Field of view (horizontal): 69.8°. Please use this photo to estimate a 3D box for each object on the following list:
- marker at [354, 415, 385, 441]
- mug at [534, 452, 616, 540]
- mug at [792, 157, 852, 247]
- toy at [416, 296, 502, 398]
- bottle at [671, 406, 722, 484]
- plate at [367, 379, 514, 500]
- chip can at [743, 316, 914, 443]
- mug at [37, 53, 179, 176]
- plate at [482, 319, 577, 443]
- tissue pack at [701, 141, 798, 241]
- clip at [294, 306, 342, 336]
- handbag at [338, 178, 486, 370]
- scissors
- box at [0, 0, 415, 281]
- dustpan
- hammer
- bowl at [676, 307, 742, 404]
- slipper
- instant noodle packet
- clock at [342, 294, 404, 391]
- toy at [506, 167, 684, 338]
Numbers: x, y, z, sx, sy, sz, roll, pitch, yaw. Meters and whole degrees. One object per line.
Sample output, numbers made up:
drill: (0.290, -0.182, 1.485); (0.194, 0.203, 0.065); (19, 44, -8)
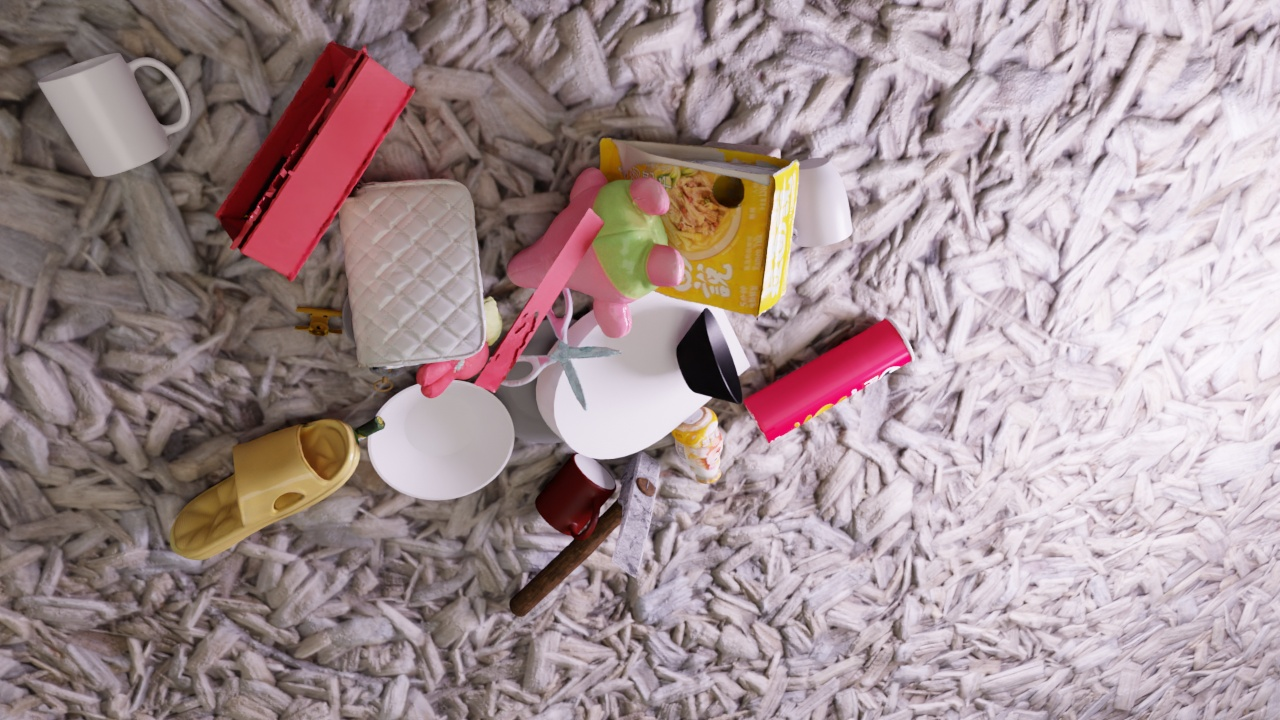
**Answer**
marker: (-0.361, 0.102, 1.089); (0.147, 0.017, 0.017); (-27, 124, 22)
mug: (-0.079, 0.183, 1.189); (0.073, 0.105, 0.083); (29, 107, -36)
mug: (0.191, -0.187, 1.086); (0.107, 0.071, 0.089); (-7, 116, 17)
toy: (-0.206, -0.014, 1.051); (0.135, 0.045, 0.092); (-52, 153, -16)
bottle: (0.079, 0.114, 1.220); (0.063, 0.063, 0.108); (-21, 123, -4)
plate: (-0.245, 0.090, 1.129); (0.174, 0.036, 0.174); (-7, 120, -12)
chip can: (0.247, 0.027, 1.216); (0.220, 0.069, 0.069); (-30, 122, 3)
mug: (-0.483, -0.237, 0.861); (0.110, 0.074, 0.090); (-34, 126, -26)
plate: (-0.108, 0.026, 1.146); (0.178, 0.012, 0.179); (-7, 120, -12)
tissue pack: (0.123, -0.161, 1.063); (0.104, 0.071, 0.182); (11, 122, 29)
clip: (-0.357, -0.042, 1.022); (0.054, 0.048, 0.046); (7, 161, -19)
handbag: (-0.239, -0.091, 0.965); (0.138, 0.072, 0.195); (-6, 93, -12)
scissors: (-0.109, -0.013, 1.068); (0.176, 0.013, 0.170); (-26, 80, 17)
box: (-0.402, -0.255, 0.840); (0.374, 0.148, 0.213); (34, 92, -3)
dustpan: (-0.007, 0.007, 1.146); (0.257, 0.053, 0.191); (-38, 124, -13)
hammer: (-0.088, 0.274, 1.202); (0.037, 0.217, 0.301); (37, 117, -12)
bowl: (0.077, 0.003, 1.113); (0.053, 0.123, 0.124); (-20, 124, 14)
slipper: (-0.447, 0.140, 1.059); (0.263, 0.099, 0.078); (-32, 139, 9)
instant noodle packet: (0.050, -0.151, 1.011); (0.222, 0.084, 0.163); (14, 124, 21)
clock: (-0.281, -0.033, 1.032); (0.103, 0.056, 0.148); (5, 106, -26)
toy: (-0.051, -0.117, 0.996); (0.096, 0.237, 0.192); (-3, 84, -53)
